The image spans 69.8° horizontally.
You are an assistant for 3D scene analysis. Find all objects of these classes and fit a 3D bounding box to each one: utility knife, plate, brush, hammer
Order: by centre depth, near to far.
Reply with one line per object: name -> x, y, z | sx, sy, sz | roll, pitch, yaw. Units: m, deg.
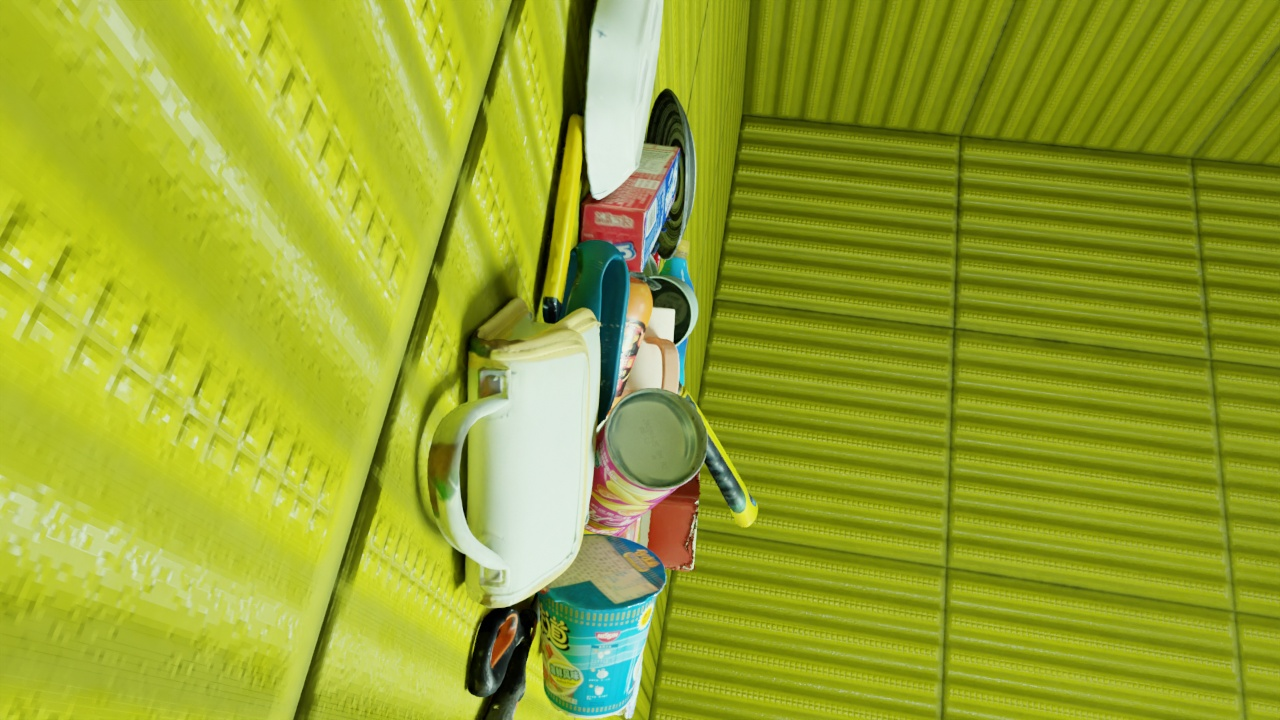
utility knife -> -0.053, -0.107, 0.638 | 0.033, 0.015, 0.167 | 91, 6, -82
brush -> -0.040, -0.019, 0.667 | 0.073, 0.055, 0.143 | 70, 28, -84
plate -> -0.008, -0.245, 0.723 | 0.162, 0.034, 0.265 | 91, 5, -50
hammer -> 0.049, 0.046, 0.974 | 0.323, 0.032, 0.125 | 60, 25, -25
plate -> 0.034, -0.198, 0.977 | 0.179, 0.024, 0.179 | 176, -89, -77

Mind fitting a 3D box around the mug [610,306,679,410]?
mug -> -0.005, 0.005, 0.804 | 0.115, 0.081, 0.106 | 11, -83, 58

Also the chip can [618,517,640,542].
chip can -> -0.037, 0.170, 0.841 | 0.071, 0.071, 0.214 | 62, 36, -78

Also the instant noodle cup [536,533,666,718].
instant noodle cup -> -0.036, 0.202, 0.688 | 0.099, 0.099, 0.110 | -66, 163, -68

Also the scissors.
scissors -> -0.086, 0.199, 0.674 | 0.198, 0.022, 0.226 | 89, 11, -47

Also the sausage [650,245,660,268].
sausage -> 0.007, -0.078, 1.163 | 0.020, 0.020, 0.155 | 77, 21, -71

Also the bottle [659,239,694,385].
bottle -> 0.039, -0.057, 1.254 | 0.065, 0.065, 0.218 | 41, 57, -82

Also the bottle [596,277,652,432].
bottle -> -0.035, 0.003, 0.748 | 0.066, 0.067, 0.149 | -49, 153, -78

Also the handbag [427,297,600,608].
handbag -> -0.070, 0.060, 0.522 | 0.178, 0.063, 0.163 | -53, 148, -69

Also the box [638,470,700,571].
box -> 0.041, 0.164, 1.000 | 0.168, 0.077, 0.091 | -67, 161, -80

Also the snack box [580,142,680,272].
snack box -> -0.004, -0.144, 0.823 | 0.207, 0.058, 0.057 | -70, 166, -61

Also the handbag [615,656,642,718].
handbag -> -0.035, 0.301, 1.003 | 0.194, 0.075, 0.134 | 91, 5, -51

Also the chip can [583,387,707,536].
chip can -> -0.014, 0.086, 0.686 | 0.211, 0.071, 0.071 | 126, -24, -65

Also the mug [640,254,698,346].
mug -> 0.019, -0.069, 1.051 | 0.106, 0.082, 0.112 | -40, 113, -79
